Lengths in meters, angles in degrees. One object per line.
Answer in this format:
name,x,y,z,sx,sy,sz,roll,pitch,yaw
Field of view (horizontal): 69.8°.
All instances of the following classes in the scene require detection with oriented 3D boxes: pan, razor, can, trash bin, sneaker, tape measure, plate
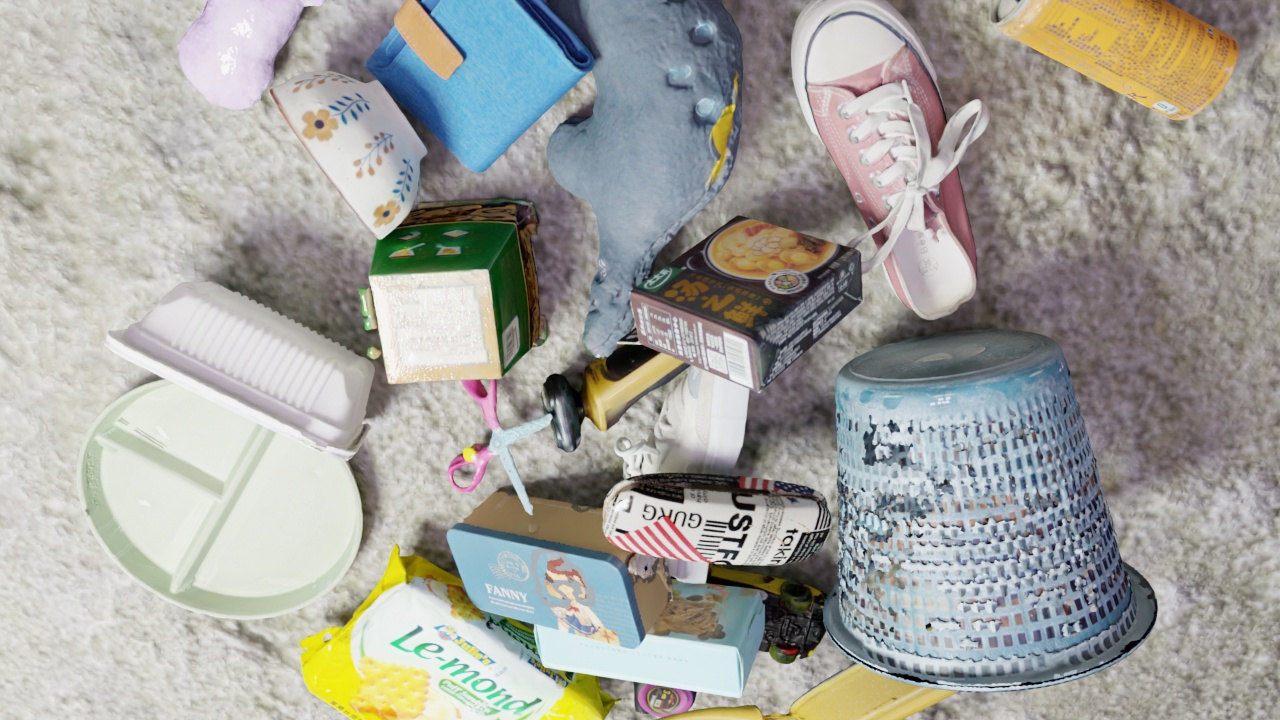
pan,0.137,0.273,0.742,0.357,0.078,0.198,-23,151,-4
razor,-0.004,0.004,0.687,0.167,0.062,0.067,-32,138,8
can,0.301,-0.209,0.585,0.146,0.058,0.058,23,112,-9
trash bin,0.229,0.087,0.650,0.227,0.226,0.195,-11,100,5
sneaker,0.028,0.068,0.697,0.091,0.089,0.243,12,124,3
sneaker,0.173,-0.127,0.607,0.118,0.087,0.241,-23,113,10
tape measure,0.022,0.287,0.820,0.058,0.039,0.057,-1,114,6
plate,-0.340,0.113,0.752,0.230,0.027,0.230,0,115,1

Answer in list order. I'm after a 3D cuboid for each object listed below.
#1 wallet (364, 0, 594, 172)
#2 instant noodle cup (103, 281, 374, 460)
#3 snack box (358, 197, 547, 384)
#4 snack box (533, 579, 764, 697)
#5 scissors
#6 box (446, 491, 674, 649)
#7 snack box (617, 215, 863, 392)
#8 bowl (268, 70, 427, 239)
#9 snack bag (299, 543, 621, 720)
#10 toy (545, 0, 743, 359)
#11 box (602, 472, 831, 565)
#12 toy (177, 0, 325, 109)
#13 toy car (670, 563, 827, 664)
wallet,-0.105,-0.188,0.578,0.106,0.040,0.133,45,138,-17
instant noodle cup,-0.266,0.000,0.653,0.173,0.138,0.060,27,90,-12
snack box,-0.129,-0.040,0.639,0.117,0.105,0.118,-3,115,1
snack box,0.008,0.216,0.741,0.175,0.074,0.052,2,114,21
scissors,-0.114,0.060,0.710,0.134,0.017,0.133,-26,84,37
box,-0.068,0.159,0.716,0.185,0.062,0.090,0,118,32
snack box,0.061,-0.041,0.600,0.126,0.113,0.053,24,139,38
bowl,-0.180,-0.142,0.598,0.062,0.113,0.113,-34,110,-6
snack bag,-0.159,0.276,0.800,0.246,0.068,0.158,40,109,-16
toy,-0.002,-0.168,0.591,0.138,0.091,0.357,2,112,13
box,0.054,0.115,0.639,0.164,0.060,0.072,4,149,-10
toy,-0.264,-0.216,0.598,0.084,0.038,0.108,33,116,-10
toy car,0.083,0.208,0.781,0.156,0.041,0.071,10,114,7
